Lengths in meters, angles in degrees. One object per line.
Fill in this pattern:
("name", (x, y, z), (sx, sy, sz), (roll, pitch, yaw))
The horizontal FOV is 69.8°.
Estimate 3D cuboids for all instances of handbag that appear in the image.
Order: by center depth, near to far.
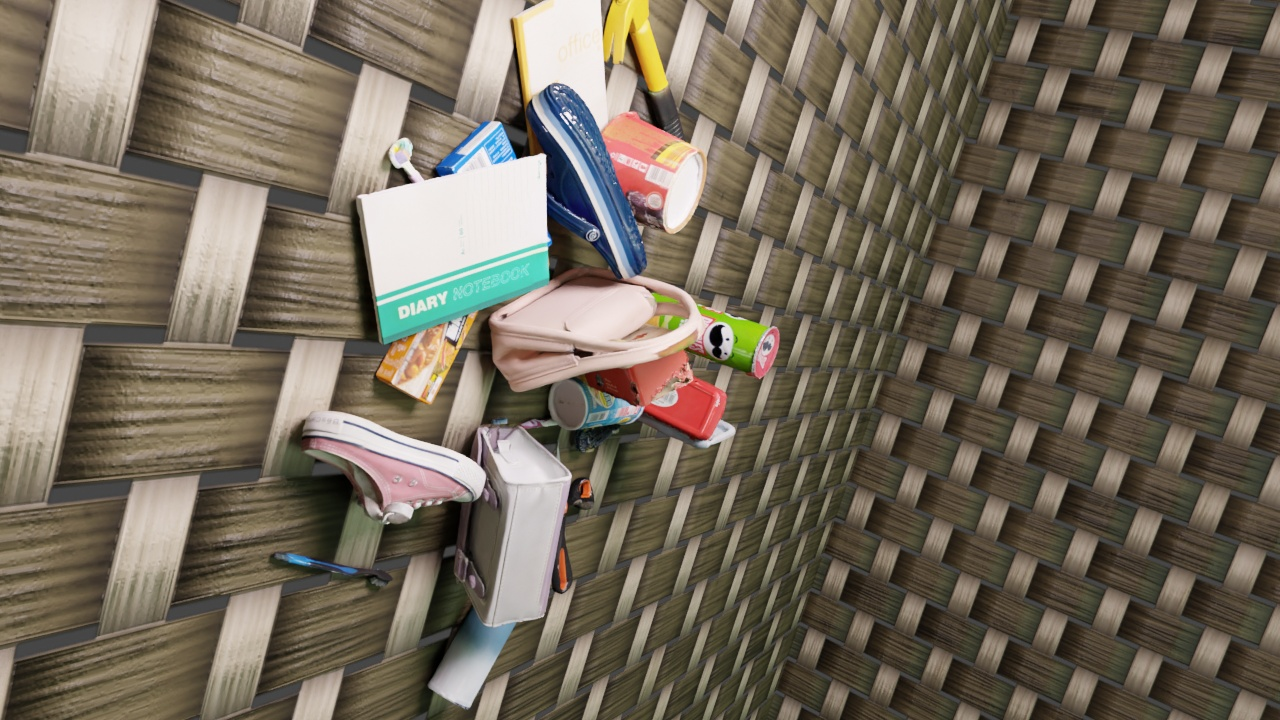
("handbag", (-0.037, -0.038, 1.060), (0.192, 0.235, 0.093), (-41, 124, -47))
("handbag", (-0.164, 0.192, 1.092), (0.098, 0.145, 0.197), (1, 113, -30))

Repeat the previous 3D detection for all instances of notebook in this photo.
("notebook", (-0.177, -0.115, 0.919), (0.208, 0.012, 0.151), (-24, 128, -37))
("notebook", (-0.084, -0.306, 1.032), (0.145, 0.010, 0.207), (-45, 145, -39))

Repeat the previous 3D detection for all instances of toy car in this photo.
("toy car", (-0.061, 0.095, 1.337), (0.105, 0.031, 0.049), (-33, 137, -48))

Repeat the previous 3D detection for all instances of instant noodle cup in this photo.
("instant noodle cup", (0.010, -0.225, 1.141), (0.137, 0.109, 0.138), (-51, 155, -34))
("instant noodle cup", (-0.063, 0.051, 1.244), (0.109, 0.099, 0.099), (-14, 121, -51))

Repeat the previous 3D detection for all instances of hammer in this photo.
("hammer", (0.021, -0.350, 1.173), (0.128, 0.033, 0.301), (-59, 151, -19))

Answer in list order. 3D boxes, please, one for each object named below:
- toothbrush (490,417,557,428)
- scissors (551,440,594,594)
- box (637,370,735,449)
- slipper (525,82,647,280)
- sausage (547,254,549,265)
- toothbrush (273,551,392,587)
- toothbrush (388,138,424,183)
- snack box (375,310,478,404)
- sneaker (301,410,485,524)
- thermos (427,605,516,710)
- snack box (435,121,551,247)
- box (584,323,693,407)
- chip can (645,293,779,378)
("toothbrush", (-0.138, 0.079, 1.203), (0.187, 0.016, 0.017), (-2, 100, -61))
("scissors", (-0.103, 0.214, 1.289), (0.220, 0.022, 0.233), (-40, 132, -71))
("box", (0.042, 0.056, 1.308), (0.100, 0.201, 0.095), (19, 94, -57))
("slipper", (-0.069, -0.194, 1.035), (0.105, 0.095, 0.253), (-102, 167, -50))
("sausage", (-0.127, -0.161, 1.044), (0.021, 0.021, 0.165), (-51, 148, -32))
("toothbrush", (-0.320, 0.220, 0.965), (0.016, 0.014, 0.189), (-44, 151, 2))
("toothbrush", (-0.199, -0.149, 0.919), (0.029, 0.020, 0.190), (-62, 153, -20))
("snack box", (-0.214, -0.035, 0.965), (0.153, 0.026, 0.075), (-65, 153, -9))
("sneaker", (-0.249, 0.123, 0.927), (0.241, 0.118, 0.087), (37, 58, -56))
("thermos", (-0.199, 0.349, 1.225), (0.220, 0.070, 0.070), (-60, 152, -17))
("snack box", (-0.150, -0.161, 0.965), (0.084, 0.026, 0.157), (-54, 141, -32))
("box", (-0.007, 0.007, 1.130), (0.091, 0.168, 0.077), (-27, 109, -20))
("chip can", (0.068, -0.045, 1.251), (0.072, 0.236, 0.072), (-40, 141, -44))
